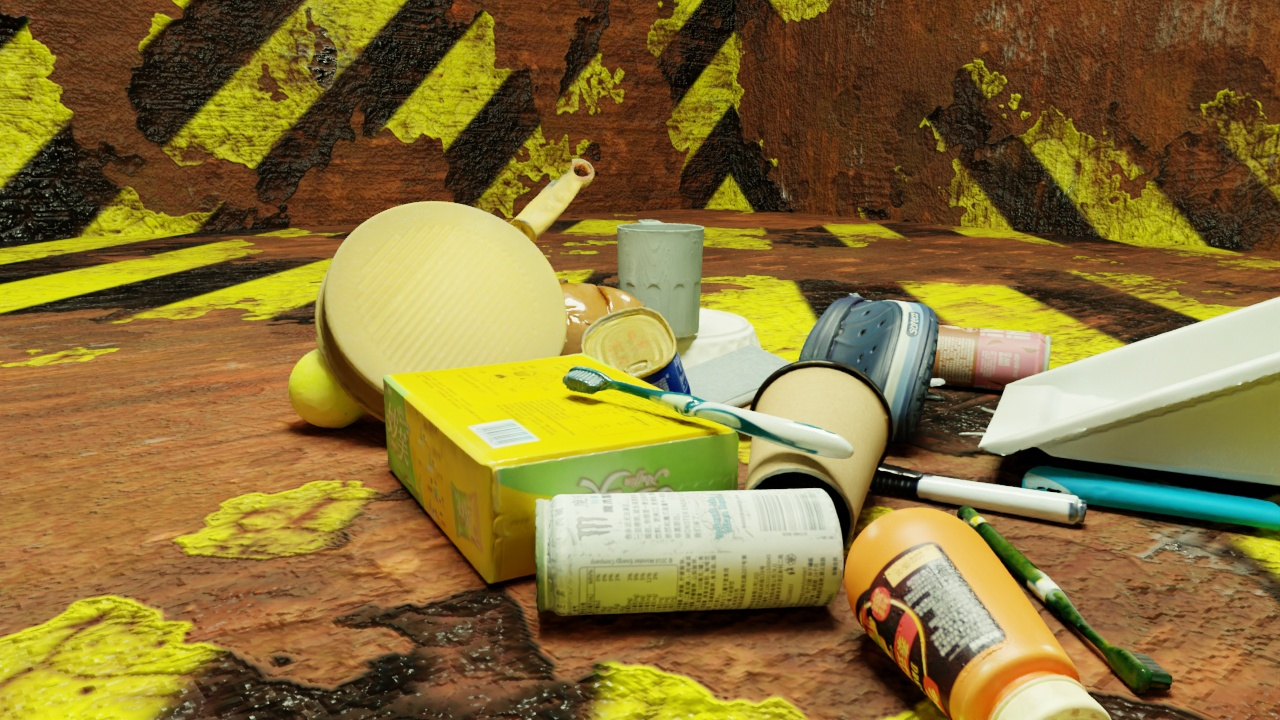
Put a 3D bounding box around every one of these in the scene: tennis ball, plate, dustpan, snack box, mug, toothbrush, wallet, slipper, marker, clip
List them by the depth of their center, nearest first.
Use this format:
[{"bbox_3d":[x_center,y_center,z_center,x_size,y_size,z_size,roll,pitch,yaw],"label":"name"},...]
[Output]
[{"bbox_3d":[0.208,0.115,0.473,0.017,0.012,0.185,5,13,-6],"label":"toothbrush"},{"bbox_3d":[0.030,0.029,0.519,0.192,0.016,0.018,14,30,34],"label":"toothbrush"},{"bbox_3d":[-0.060,0.055,0.583,0.157,0.070,0.210,-7,15,-29],"label":"snack box"},{"bbox_3d":[0.212,0.084,0.584,0.131,0.023,0.018,6,40,26],"label":"marker"},{"bbox_3d":[0.390,-0.008,0.634,0.258,0.143,0.222,10,14,25],"label":"dustpan"},{"bbox_3d":[-0.245,0.021,0.729,0.065,0.065,0.065,1,13,0],"label":"tennis ball"},{"bbox_3d":[0.066,0.031,0.755,0.129,0.037,0.106,-20,24,-21],"label":"wallet"},{"bbox_3d":[0.183,-0.008,0.784,0.095,0.105,0.252,9,11,2],"label":"slipper"},{"bbox_3d":[0.251,0.024,0.846,0.058,0.036,0.025,8,13,27],"label":"clip"},{"bbox_3d":[0.016,-0.083,0.907,0.083,0.103,0.124,-1,13,-8],"label":"mug"},{"bbox_3d":[0.028,-0.022,0.975,0.205,0.045,0.204,1,14,0],"label":"plate"}]

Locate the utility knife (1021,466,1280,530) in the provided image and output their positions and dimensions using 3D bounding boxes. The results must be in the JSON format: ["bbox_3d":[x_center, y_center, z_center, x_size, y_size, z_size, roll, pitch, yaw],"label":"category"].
[{"bbox_3d":[0.356,0.091,0.563,0.223,0.018,0.034,6,13,28],"label":"utility knife"}]

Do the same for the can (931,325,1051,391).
[{"bbox_3d":[0.310,-0.003,0.878,0.147,0.058,0.057,6,14,21],"label":"can"}]

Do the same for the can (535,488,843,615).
[{"bbox_3d":[0.022,0.093,0.451,0.146,0.058,0.058,-1,13,-5],"label":"can"}]

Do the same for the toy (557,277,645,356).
[{"bbox_3d":[-0.099,-0.027,0.873,0.200,0.140,0.130,10,-25,30],"label":"toy"}]

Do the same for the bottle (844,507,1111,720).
[{"bbox_3d":[0.136,0.117,0.365,0.066,0.067,0.149,-2,21,-11],"label":"bottle"}]

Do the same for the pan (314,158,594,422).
[{"bbox_3d":[-0.124,-0.085,0.789,0.197,0.078,0.356,36,57,-4],"label":"pan"}]

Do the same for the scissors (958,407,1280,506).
[{"bbox_3d":[0.361,0.065,0.673,0.232,0.022,0.221,-2,12,-17],"label":"scissors"}]

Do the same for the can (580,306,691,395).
[{"bbox_3d":[-0.004,0.004,0.743,0.074,0.049,0.148,-21,23,-3],"label":"can"}]

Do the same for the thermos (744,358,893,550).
[{"bbox_3d":[0.103,0.060,0.552,0.093,0.093,0.143,4,22,15],"label":"thermos"}]
